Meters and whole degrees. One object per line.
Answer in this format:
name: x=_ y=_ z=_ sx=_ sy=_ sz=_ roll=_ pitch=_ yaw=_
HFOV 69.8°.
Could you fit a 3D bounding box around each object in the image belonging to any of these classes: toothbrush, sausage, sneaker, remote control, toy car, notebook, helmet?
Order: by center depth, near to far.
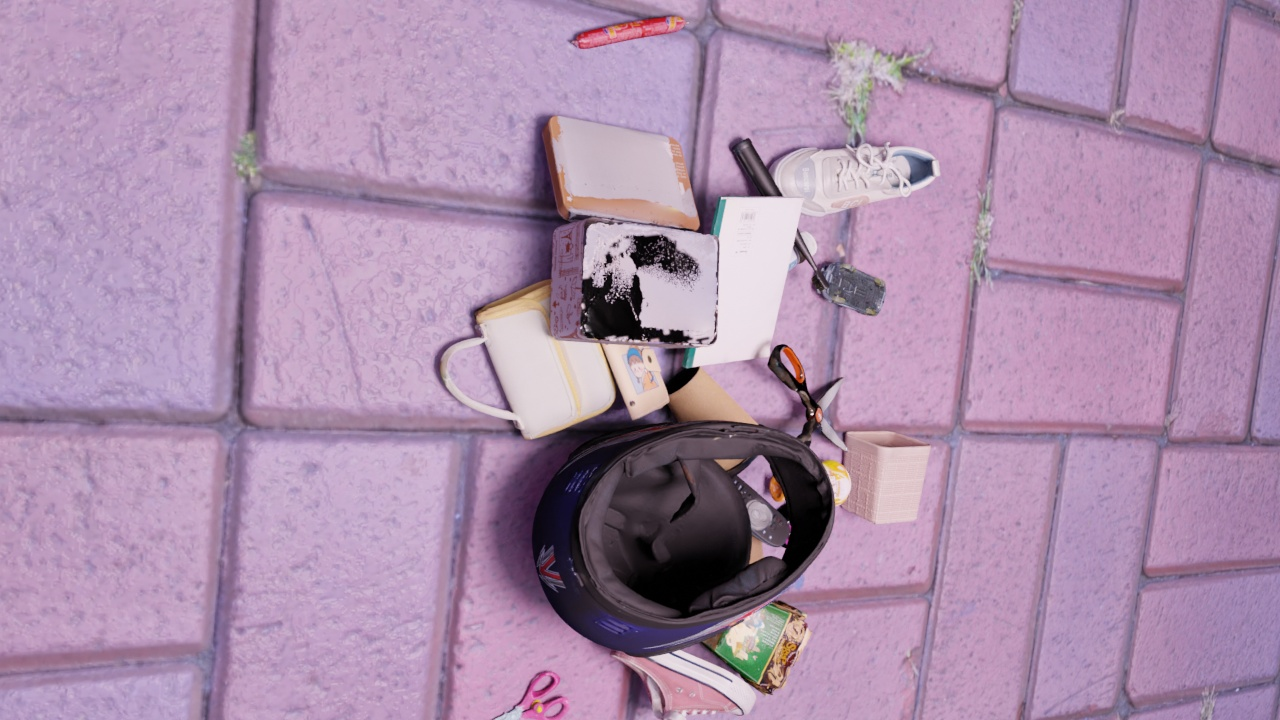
helmet: x=0.035 y=0.191 z=1.031 sx=0.315 sy=0.241 sz=0.247 roll=-14 pitch=80 yaw=-16
sausage: x=-0.011 y=-0.381 z=1.062 sx=0.155 sy=0.020 sz=0.020 roll=-19 pitch=105 yaw=-24
notebook: x=0.125 y=-0.094 z=1.105 sx=0.150 sy=0.012 sz=0.209 roll=-8 pitch=118 yaw=-41
sneaker: x=0.047 y=0.409 z=1.142 sx=0.241 sy=0.118 sz=0.087 roll=37 pitch=67 yaw=-33
toothbrush: x=0.178 y=-0.180 z=1.148 sx=0.026 sy=0.027 sz=0.212 roll=-34 pitch=95 yaw=-34
sneaker: x=0.283 y=-0.237 z=1.189 sx=0.241 sy=0.091 sz=0.089 roll=-10 pitch=100 yaw=-25
remote control: x=0.135 y=0.190 z=1.190 sx=0.136 sy=0.024 sz=0.053 roll=41 pitch=55 yaw=-2
toy car: x=0.287 y=-0.096 z=1.241 sx=0.120 sy=0.037 sz=0.054 roll=14 pitch=89 yaw=-38

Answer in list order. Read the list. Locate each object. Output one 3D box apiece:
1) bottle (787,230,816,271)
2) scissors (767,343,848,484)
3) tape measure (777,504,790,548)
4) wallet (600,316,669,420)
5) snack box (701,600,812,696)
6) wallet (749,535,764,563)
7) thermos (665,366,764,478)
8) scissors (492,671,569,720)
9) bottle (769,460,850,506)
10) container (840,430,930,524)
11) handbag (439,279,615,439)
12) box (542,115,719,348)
bottle: x=0.141 y=-0.107 z=1.161 sx=0.194 sy=0.044 sz=0.080 roll=-31 pitch=117 yaw=-21
scissors: x=0.218 y=0.071 z=1.184 sx=0.234 sy=0.022 sz=0.220 roll=55 pitch=49 yaw=-32
tape measure: x=0.205 y=0.227 z=1.239 sx=0.057 sy=0.039 sz=0.057 roll=43 pitch=77 yaw=-25
wallet: x=-0.006 y=0.006 z=1.071 sx=0.087 sy=0.024 sz=0.115 roll=-20 pitch=87 yaw=-56
snack box: x=0.138 y=0.352 z=1.192 sx=0.105 sy=0.118 sz=0.118 roll=33 pitch=79 yaw=-14
wallet: x=0.108 y=0.250 z=1.200 sx=0.115 sy=0.033 sz=0.090 roll=-13 pitch=101 yaw=-28
thermos: x=0.092 y=0.077 z=1.140 sx=0.093 sy=0.093 sz=0.143 roll=-44 pitch=105 yaw=-15
scissors: x=-0.152 y=0.418 z=1.100 sx=0.137 sy=0.017 sz=0.073 roll=-14 pitch=103 yaw=-21
bottle: x=0.226 y=0.168 z=1.229 sx=0.108 sy=0.063 sz=0.063 roll=-2 pitch=97 yaw=-26
container: x=0.335 y=0.162 z=1.272 sx=0.090 sy=0.090 sz=0.111 roll=1 pitch=100 yaw=-27
handbag: x=-0.130 y=0.010 z=1.034 sx=0.178 sy=0.063 sz=0.163 roll=-25 pitch=105 yaw=-18
box: x=-0.013 y=-0.145 z=1.018 sx=0.178 sy=0.110 sz=0.259 roll=3 pitch=87 yaw=-31
